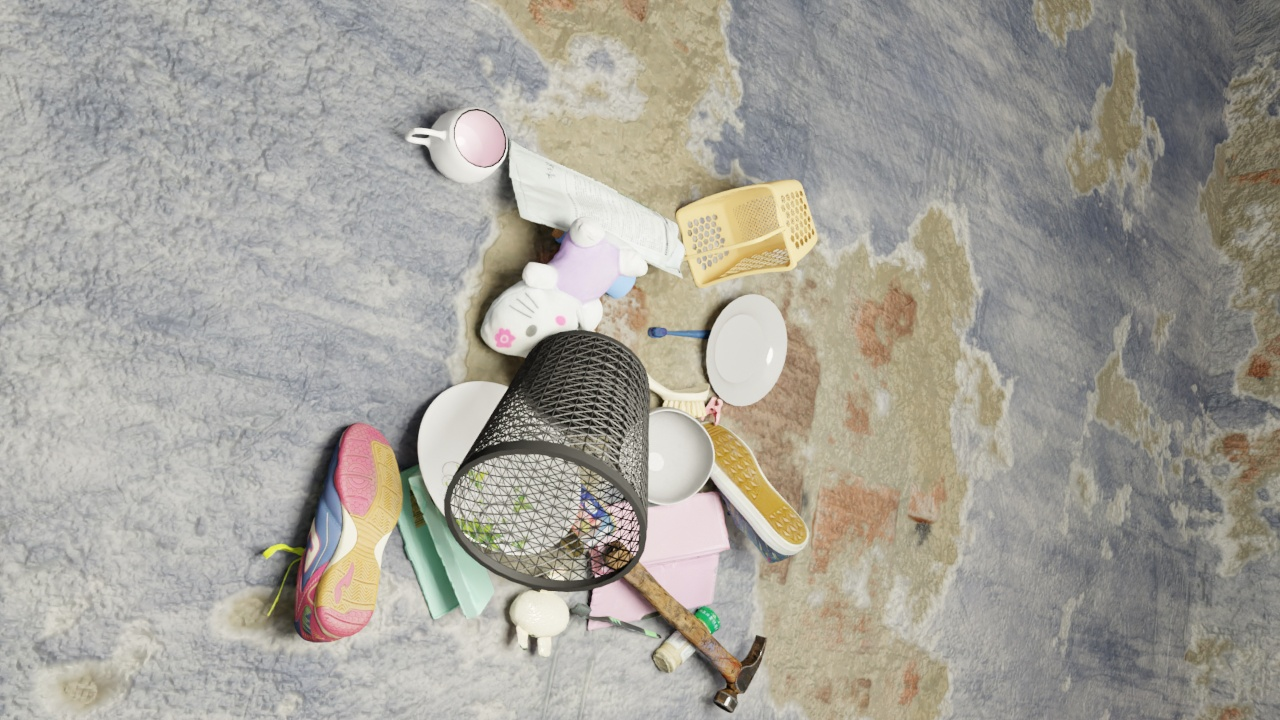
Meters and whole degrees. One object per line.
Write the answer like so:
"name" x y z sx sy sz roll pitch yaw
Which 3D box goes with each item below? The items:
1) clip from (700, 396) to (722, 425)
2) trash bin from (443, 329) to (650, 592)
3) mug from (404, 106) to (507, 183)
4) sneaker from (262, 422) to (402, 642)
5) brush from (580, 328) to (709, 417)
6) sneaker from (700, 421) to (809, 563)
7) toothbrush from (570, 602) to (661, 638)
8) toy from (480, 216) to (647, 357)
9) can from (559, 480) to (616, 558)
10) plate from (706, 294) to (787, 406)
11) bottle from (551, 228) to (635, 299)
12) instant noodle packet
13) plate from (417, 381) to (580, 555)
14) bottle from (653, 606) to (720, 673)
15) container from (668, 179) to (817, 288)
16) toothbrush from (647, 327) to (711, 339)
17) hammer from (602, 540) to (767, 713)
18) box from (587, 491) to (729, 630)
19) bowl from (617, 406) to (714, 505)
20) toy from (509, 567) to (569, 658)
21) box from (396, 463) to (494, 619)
"clip" 0.112 0.075 1.370 0.057 0.035 0.022 -59 165 -54
"trash bin" -0.085 0.100 1.061 0.217 0.217 0.242 49 30 -25
"mug" -0.226 -0.263 1.111 0.123 0.076 0.090 2 86 -37
"sneaker" -0.337 0.186 1.011 0.116 0.091 0.241 29 51 -38
"brush" -0.008 0.008 1.283 0.272 0.062 0.077 34 63 -27
"sneaker" 0.142 0.195 1.330 0.087 0.079 0.235 -16 58 -41
"toothbrush" -0.028 0.357 1.251 0.188 0.014 0.017 32 100 -42
"toy" -0.103 -0.086 1.151 0.137 0.085 0.210 30 110 -39
"can" -0.085 0.200 1.187 0.058 0.054 0.100 -33 70 -33
"plate" 0.159 -0.017 1.414 0.172 0.019 0.173 -9 105 -37
"bottle" -0.067 -0.138 1.244 0.131 0.048 0.048 37 66 -30
"instant noodle packet" -0.059 -0.195 1.236 0.268 0.057 0.146 17 42 -35
"plate" -0.175 0.133 1.126 0.229 0.030 0.228 26 46 -30
"bottle" 0.067 0.402 1.320 0.109 0.043 0.043 -35 108 -32
"container" 0.138 -0.181 1.319 0.166 0.184 0.129 -30 106 -42
"toothbrush" 0.090 -0.040 1.378 0.189 0.017 0.016 1 87 -37
"hammer" 0.061 0.352 1.272 0.330 0.033 0.119 50 60 -26
"box" 0.028 0.280 1.293 0.232 0.055 0.180 -2 90 -37
"bowl" 0.032 0.131 1.280 0.131 0.064 0.132 0 93 -7
"toy" -0.126 0.320 1.172 0.087 0.050 0.112 24 67 -39
"box" -0.248 0.217 1.101 0.077 0.079 0.189 -58 130 -72
